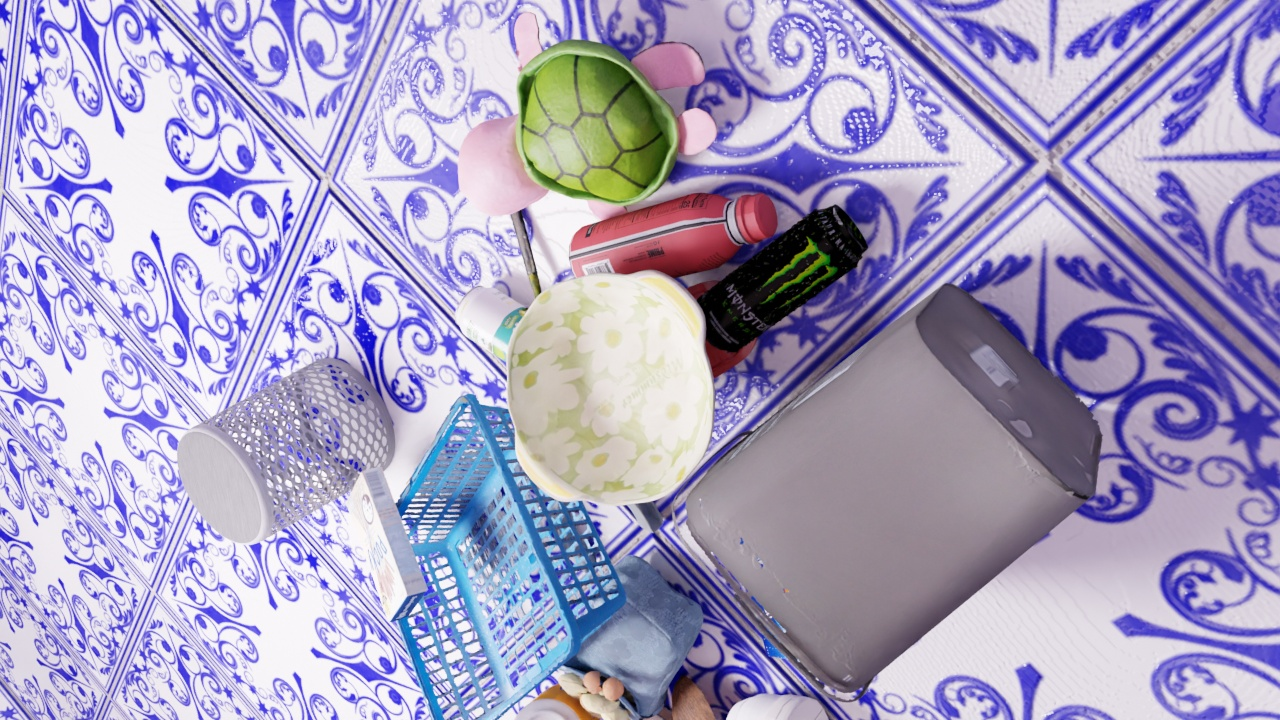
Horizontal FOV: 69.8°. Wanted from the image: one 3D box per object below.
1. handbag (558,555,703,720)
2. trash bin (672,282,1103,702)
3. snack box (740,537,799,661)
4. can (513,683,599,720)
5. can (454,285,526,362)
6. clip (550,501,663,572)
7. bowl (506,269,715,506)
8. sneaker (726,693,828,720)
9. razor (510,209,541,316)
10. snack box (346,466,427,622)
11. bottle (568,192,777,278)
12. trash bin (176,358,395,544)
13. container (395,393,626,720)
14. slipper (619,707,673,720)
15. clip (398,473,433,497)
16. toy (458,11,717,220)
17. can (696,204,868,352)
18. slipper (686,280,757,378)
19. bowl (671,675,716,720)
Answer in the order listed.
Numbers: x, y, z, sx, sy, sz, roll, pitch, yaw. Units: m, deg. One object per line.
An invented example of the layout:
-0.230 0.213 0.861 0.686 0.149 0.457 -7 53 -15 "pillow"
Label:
-0.018 0.297 0.925 0.122 0.118 0.192 37 135 15 "handbag"
0.181 0.082 0.654 0.197 0.196 0.221 46 123 7 "trash bin"
0.138 0.207 0.836 0.082 0.027 0.150 -5 109 35 "snack box"
-0.090 0.400 1.000 0.079 0.142 0.079 -1 79 5 "can"
-0.125 -0.028 0.880 0.101 0.054 0.055 32 126 17 "can"
-0.069 0.157 0.948 0.173 0.030 0.165 36 124 16 "clip"
-0.017 0.020 0.750 0.188 0.060 0.220 43 117 13 "bowl"
0.148 0.436 0.908 0.104 0.090 0.236 -8 109 45 "sneaker"
-0.104 -0.095 0.852 0.026 0.042 0.106 -11 96 39 "razor"
-0.277 0.200 0.996 0.082 0.026 0.150 -52 57 44 "snack box"
0.026 -0.098 0.742 0.177 0.062 0.062 -10 106 36 "bottle"
-0.402 0.103 1.042 0.157 0.182 0.157 14 119 27 "trash bin"
-0.152 0.222 0.936 0.363 0.089 0.257 -51 58 45 "container"
0.056 0.501 1.019 0.115 0.053 0.272 -31 94 34 "slipper"
-0.258 0.144 1.062 0.054 0.048 0.046 -47 38 38 "clip"
-0.050 -0.183 0.737 0.239 0.087 0.190 -8 125 31 "toy"
0.104 -0.060 0.700 0.138 0.053 0.054 -37 89 25 "can"
-0.005 0.005 0.815 0.249 0.059 0.103 -25 94 23 "slipper"
0.055 0.384 0.943 0.114 0.026 0.102 71 160 2 "bowl"
